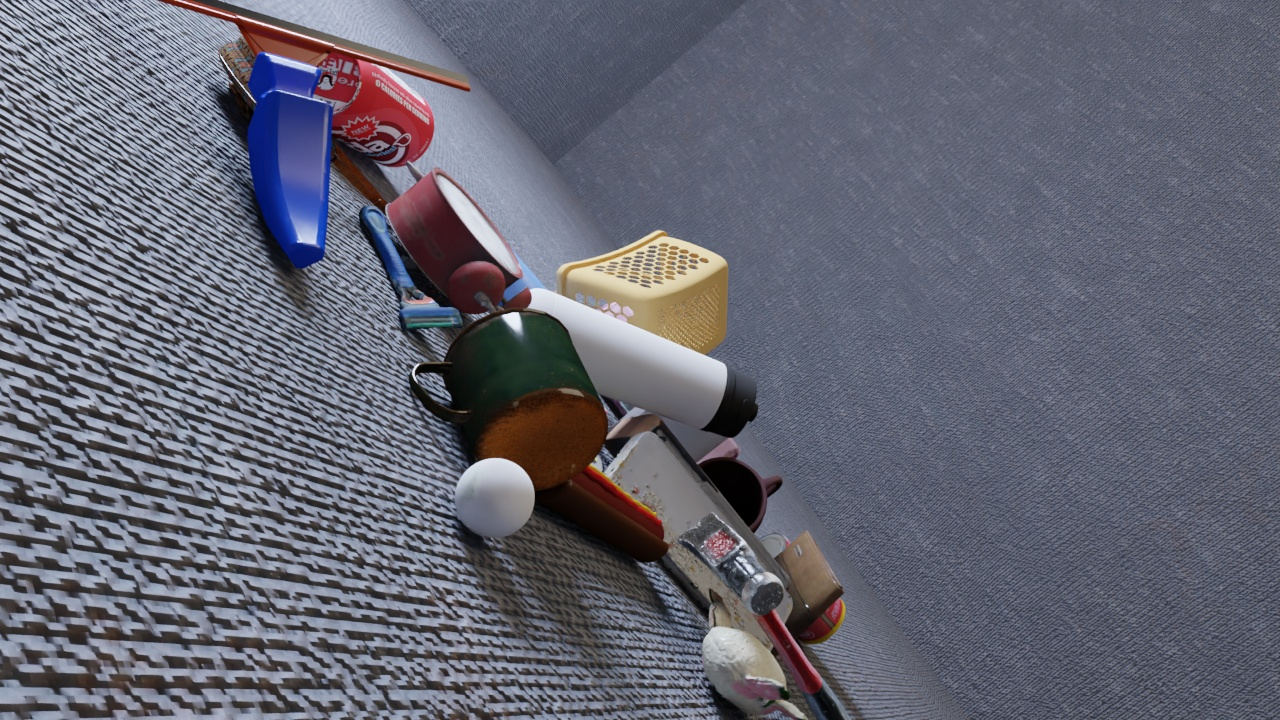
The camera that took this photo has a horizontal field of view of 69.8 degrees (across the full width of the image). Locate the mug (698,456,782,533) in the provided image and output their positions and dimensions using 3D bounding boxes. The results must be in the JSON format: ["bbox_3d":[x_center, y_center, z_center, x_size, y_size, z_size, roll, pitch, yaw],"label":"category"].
[{"bbox_3d":[0.096,0.152,0.952,0.087,0.114,0.088,61,-12,27],"label":"mug"}]

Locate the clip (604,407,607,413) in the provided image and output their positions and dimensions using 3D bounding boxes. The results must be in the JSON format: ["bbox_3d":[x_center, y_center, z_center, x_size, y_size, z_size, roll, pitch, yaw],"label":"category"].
[{"bbox_3d":[-0.054,0.036,0.844,0.023,0.044,0.060,27,39,-82],"label":"clip"}]

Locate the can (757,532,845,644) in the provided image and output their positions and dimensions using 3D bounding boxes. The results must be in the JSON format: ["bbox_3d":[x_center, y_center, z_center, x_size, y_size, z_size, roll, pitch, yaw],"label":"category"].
[{"bbox_3d":[0.170,0.256,1.030,0.124,0.067,0.066,49,7,-20],"label":"can"}]

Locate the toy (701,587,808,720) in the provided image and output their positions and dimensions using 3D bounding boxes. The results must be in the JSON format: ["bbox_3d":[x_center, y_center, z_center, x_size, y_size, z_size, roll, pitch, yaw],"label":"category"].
[{"bbox_3d":[0.071,0.214,0.643,0.112,0.050,0.087,37,-10,44],"label":"toy"}]

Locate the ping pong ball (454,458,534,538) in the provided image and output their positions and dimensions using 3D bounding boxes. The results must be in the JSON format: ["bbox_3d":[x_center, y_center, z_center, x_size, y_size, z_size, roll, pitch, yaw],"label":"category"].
[{"bbox_3d":[-0.074,0.070,0.466,0.040,0.040,0.040,50,7,-8],"label":"ping pong ball"}]

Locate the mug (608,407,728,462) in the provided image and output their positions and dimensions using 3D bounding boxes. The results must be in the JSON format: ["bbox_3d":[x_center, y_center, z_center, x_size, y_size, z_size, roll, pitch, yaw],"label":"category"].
[{"bbox_3d":[0.023,0.067,0.922,0.083,0.096,0.119,55,7,30],"label":"mug"}]

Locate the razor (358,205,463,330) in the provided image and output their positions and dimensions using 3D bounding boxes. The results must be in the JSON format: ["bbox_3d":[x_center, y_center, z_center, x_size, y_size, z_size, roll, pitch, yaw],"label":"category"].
[{"bbox_3d":[-0.170,-0.065,0.649,0.043,0.018,0.141,-4,43,-37],"label":"razor"}]

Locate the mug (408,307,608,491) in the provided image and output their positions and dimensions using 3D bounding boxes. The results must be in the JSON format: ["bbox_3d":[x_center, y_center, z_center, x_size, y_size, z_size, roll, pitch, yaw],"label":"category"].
[{"bbox_3d":[-0.081,0.025,0.549,0.110,0.085,0.081,4,37,-31],"label":"mug"}]

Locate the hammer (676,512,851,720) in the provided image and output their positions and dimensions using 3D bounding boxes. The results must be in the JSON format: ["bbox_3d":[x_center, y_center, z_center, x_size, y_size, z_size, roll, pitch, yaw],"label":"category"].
[{"bbox_3d":[0.130,0.251,0.736,0.326,0.036,0.140,58,-9,-26],"label":"hammer"}]

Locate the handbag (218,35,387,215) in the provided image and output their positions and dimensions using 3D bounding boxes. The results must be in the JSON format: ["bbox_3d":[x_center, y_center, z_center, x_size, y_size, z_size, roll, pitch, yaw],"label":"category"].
[{"bbox_3d":[-0.236,-0.154,0.679,0.093,0.043,0.196,50,-3,23],"label":"handbag"}]

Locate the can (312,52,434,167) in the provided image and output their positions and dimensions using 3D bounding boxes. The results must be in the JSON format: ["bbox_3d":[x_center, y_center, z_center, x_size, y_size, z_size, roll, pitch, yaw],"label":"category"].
[{"bbox_3d":[-0.238,-0.220,0.797,0.074,0.074,0.142,52,6,9],"label":"can"}]

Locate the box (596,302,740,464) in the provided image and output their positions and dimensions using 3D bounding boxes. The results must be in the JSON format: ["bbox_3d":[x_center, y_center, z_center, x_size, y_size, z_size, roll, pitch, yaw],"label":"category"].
[{"bbox_3d":[0.005,0.051,1.078,0.232,0.099,0.107,52,-27,14],"label":"box"}]

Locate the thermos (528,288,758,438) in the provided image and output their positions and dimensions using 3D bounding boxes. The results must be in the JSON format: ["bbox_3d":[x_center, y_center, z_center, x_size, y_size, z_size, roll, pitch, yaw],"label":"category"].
[{"bbox_3d":[-0.005,0.005,0.823,0.230,0.068,0.101,21,3,-15],"label":"thermos"}]

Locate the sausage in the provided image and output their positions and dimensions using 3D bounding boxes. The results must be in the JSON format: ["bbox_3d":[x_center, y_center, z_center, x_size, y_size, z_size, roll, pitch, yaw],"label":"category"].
[{"bbox_3d":[-0.026,0.102,0.636,0.155,0.040,0.040,44,10,-50],"label":"sausage"}]

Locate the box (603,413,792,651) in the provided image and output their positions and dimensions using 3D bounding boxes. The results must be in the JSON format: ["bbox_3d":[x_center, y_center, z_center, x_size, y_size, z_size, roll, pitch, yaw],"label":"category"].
[{"bbox_3d":[0.041,0.157,0.813,0.217,0.095,0.115,52,-22,-12],"label":"box"}]

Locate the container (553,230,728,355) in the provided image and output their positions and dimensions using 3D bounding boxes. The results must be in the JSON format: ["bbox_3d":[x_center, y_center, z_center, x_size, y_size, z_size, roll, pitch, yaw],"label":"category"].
[{"bbox_3d":[-0.016,-0.057,0.978,0.167,0.129,0.182,15,28,33],"label":"container"}]

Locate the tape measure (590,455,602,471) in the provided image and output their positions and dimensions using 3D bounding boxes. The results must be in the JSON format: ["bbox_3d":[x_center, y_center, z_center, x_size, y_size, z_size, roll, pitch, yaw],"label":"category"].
[{"bbox_3d":[-0.056,0.067,0.719,0.064,0.017,0.065,52,6,9],"label":"tape measure"}]

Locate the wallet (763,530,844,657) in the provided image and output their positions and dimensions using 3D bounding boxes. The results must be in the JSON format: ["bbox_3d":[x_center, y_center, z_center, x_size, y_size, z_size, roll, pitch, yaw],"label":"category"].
[{"bbox_3d":[0.141,0.222,0.876,0.027,0.099,0.121,43,8,-11],"label":"wallet"}]

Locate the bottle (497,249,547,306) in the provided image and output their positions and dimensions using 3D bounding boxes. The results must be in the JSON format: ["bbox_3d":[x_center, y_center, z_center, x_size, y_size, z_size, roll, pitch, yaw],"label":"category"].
[{"bbox_3d":[-0.112,-0.057,0.887,0.131,0.048,0.048,49,7,-19],"label":"bottle"}]

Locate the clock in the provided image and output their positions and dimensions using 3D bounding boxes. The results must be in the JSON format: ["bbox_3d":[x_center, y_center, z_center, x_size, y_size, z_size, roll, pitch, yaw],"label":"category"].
[{"bbox_3d":[-0.140,-0.075,0.723,0.156,0.062,0.110,55,7,18],"label":"clock"}]

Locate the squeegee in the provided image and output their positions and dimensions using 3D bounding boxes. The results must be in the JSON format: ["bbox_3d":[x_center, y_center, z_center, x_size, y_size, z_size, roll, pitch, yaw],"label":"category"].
[{"bbox_3d":[-0.205,-0.129,0.537,0.249,0.055,0.184,7,51,-36],"label":"squeegee"}]
